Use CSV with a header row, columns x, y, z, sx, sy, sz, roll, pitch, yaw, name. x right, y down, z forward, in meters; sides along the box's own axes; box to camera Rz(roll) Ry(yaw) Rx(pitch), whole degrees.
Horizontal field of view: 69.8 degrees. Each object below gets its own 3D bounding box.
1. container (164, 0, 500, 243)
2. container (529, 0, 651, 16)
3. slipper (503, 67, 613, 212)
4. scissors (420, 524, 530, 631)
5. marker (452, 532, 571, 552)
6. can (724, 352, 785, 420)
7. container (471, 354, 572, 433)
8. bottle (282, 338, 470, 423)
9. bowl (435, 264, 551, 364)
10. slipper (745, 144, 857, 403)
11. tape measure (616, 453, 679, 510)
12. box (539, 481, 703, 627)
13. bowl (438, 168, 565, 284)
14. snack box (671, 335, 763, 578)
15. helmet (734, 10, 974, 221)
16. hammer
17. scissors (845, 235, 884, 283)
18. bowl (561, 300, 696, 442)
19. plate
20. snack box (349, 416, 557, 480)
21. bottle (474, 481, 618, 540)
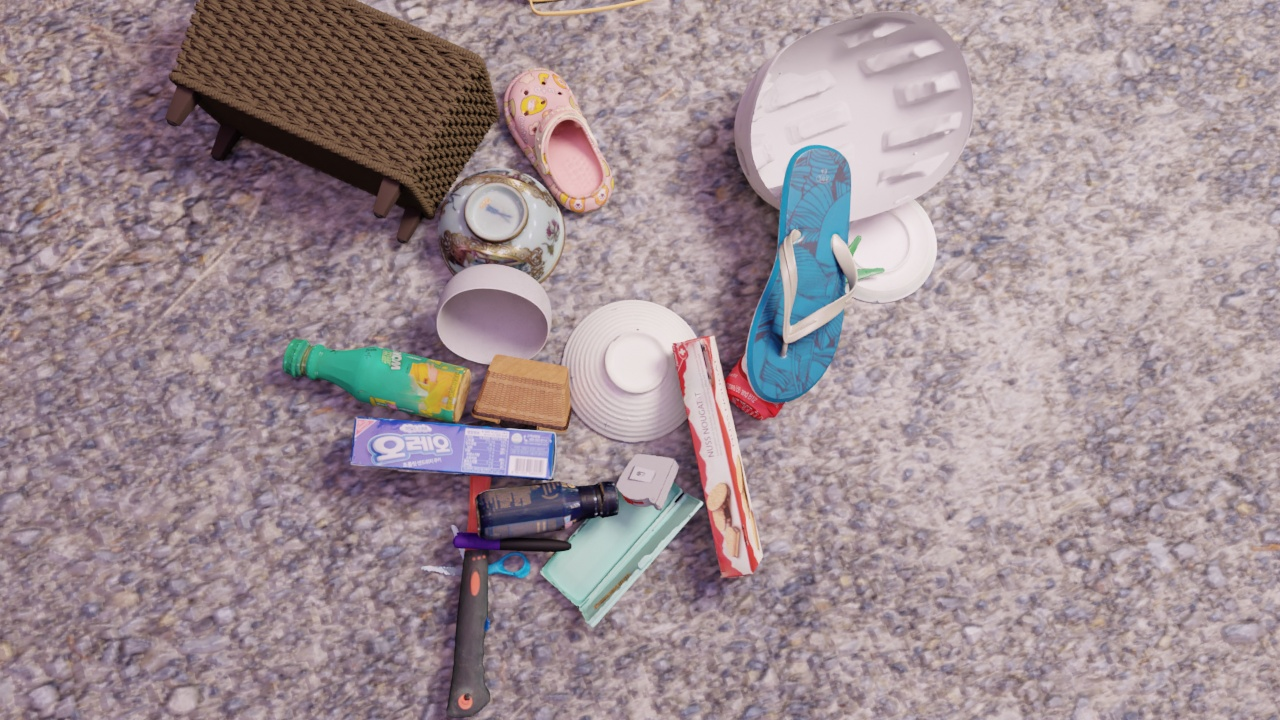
x,y,z,sx,sy,sz,roll,pitch,yaw,name
-0.360,-0.294,1.069,0.321,0.176,0.205,24,84,0,container
-0.058,-0.504,1.141,0.183,0.129,0.167,-12,75,-6,container
-0.102,-0.276,1.127,0.093,0.081,0.197,-27,86,-6,slipper
-0.195,0.257,1.070,0.127,0.014,0.129,8,78,-1,scissors
-0.145,0.207,1.041,0.134,0.015,0.018,4,50,-9,marker
0.166,-0.001,1.103,0.074,0.074,0.142,36,81,2,can
-0.134,0.037,1.072,0.114,0.063,0.061,10,114,-2,container
-0.308,0.018,1.073,0.209,0.068,0.068,13,80,-1,bottle
-0.169,-0.061,1.072,0.132,0.132,0.064,2,48,-3,bowl
0.193,-0.093,1.028,0.118,0.060,0.295,5,97,-23,slipper
0.007,0.138,1.056,0.062,0.020,0.060,7,56,31,tape measure
-0.024,0.205,1.056,0.078,0.110,0.187,45,83,-14,box
-0.169,-0.164,1.097,0.160,0.094,0.159,1,81,-4,bowl
0.091,0.108,1.055,0.044,0.076,0.273,-12,91,17,snack box
0.251,-0.289,1.089,0.283,0.183,0.224,-23,112,11,helmet
-0.190,0.233,1.054,0.133,0.033,0.332,1,76,-4,hammer
0.243,-0.095,1.144,0.128,0.012,0.121,-8,89,8,scissors
-0.006,0.006,1.093,0.177,0.071,0.177,1,80,-3,bowl
0.301,-0.150,1.166,0.157,0.014,0.157,0,82,-3,plate
-0.208,0.101,1.039,0.226,0.059,0.059,4,81,-2,snack box
-0.105,0.166,1.035,0.160,0.056,0.056,-6,81,-12,bottle
